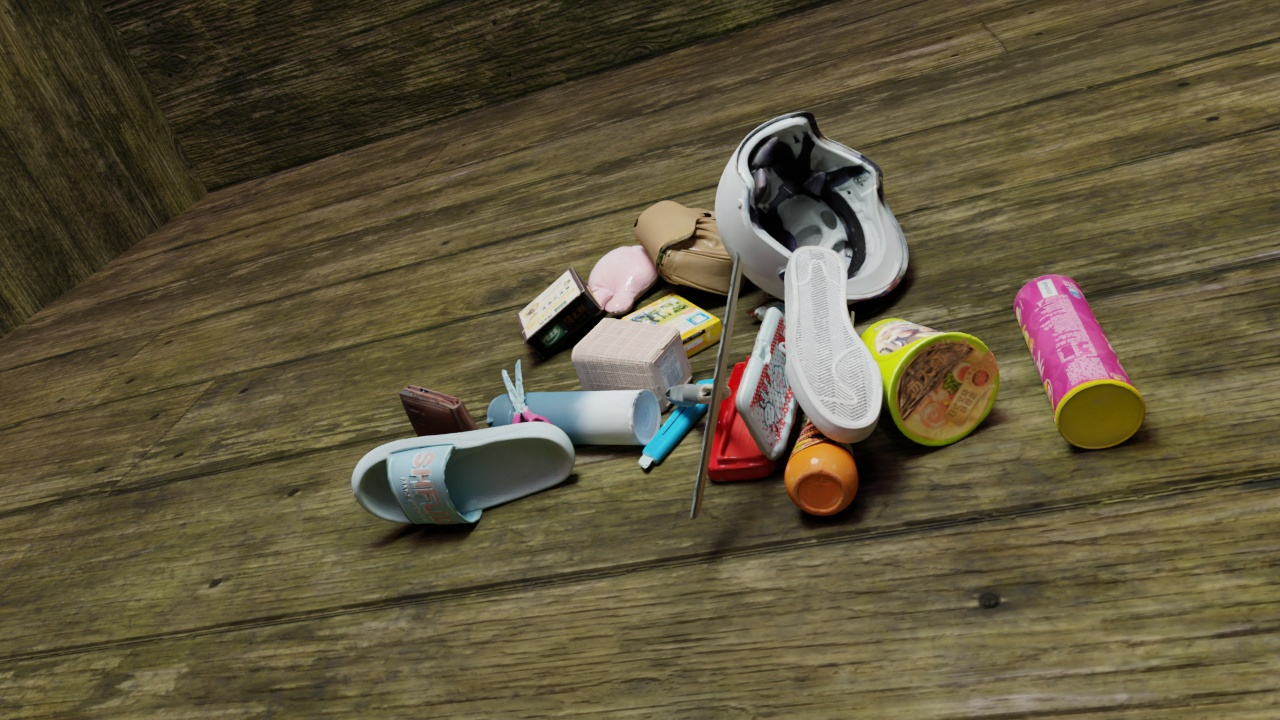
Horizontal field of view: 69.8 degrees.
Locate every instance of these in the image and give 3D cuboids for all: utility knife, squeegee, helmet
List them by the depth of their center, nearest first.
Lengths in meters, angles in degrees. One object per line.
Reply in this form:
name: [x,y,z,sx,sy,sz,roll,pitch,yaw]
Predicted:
squeegee: [0.065,0.034,0.952,0.039,0.246,0.247,11,-6,-8]
utility knife: [0.044,0.071,1.039,0.034,0.018,0.158,5,38,38]
helmet: [0.199,-0.167,1.168,0.146,0.258,0.228,-33,21,56]

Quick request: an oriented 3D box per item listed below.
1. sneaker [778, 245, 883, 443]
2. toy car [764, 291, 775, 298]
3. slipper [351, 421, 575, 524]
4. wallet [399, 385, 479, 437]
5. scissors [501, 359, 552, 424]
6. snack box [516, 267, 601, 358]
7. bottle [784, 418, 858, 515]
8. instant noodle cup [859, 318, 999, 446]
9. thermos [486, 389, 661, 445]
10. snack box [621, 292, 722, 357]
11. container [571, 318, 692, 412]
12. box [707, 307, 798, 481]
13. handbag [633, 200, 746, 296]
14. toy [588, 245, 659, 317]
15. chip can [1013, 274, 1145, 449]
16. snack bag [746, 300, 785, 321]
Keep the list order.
sneaker: [0.179,-0.004,0.918,0.089,0.091,0.241,2,47,-3]
toy car: [0.197,-0.114,1.251,0.042,0.035,0.090,-3,35,32]
slipper: [-0.191,0.132,1.003,0.245,0.104,0.074,-13,30,2]
wallet: [-0.236,0.081,1.118,0.125,0.101,0.032,9,41,43]
scissors: [-0.133,0.052,1.069,0.084,0.017,0.137,-21,57,25]
snack box: [-0.120,-0.068,1.325,0.113,0.053,0.125,-41,29,6]
bottle: [0.177,0.087,0.882,0.067,0.067,0.149,-10,22,19]
instant noodle cup: [0.273,0.010,0.911,0.111,0.112,0.123,-22,20,-4]
thermos: [-0.084,0.066,1.082,0.221,0.070,0.070,-2,33,31]
snack box: [0.042,-0.044,1.231,0.086,0.034,0.140,-28,30,-14]
container: [-0.007,0.007,1.114,0.111,0.090,0.090,5,37,35]
box: [0.119,0.028,0.977,0.095,0.102,0.200,-7,30,22]
handbag: [0.079,-0.170,1.326,0.147,0.100,0.204,7,24,-17]
toy: [-0.033,-0.118,1.390,0.121,0.054,0.159,-2,42,32]
chip can: [0.412,-0.005,0.875,0.071,0.071,0.210,-11,28,17]
snack bag: [0.182,-0.055,1.163,0.048,0.026,0.104,-26,27,-24]
